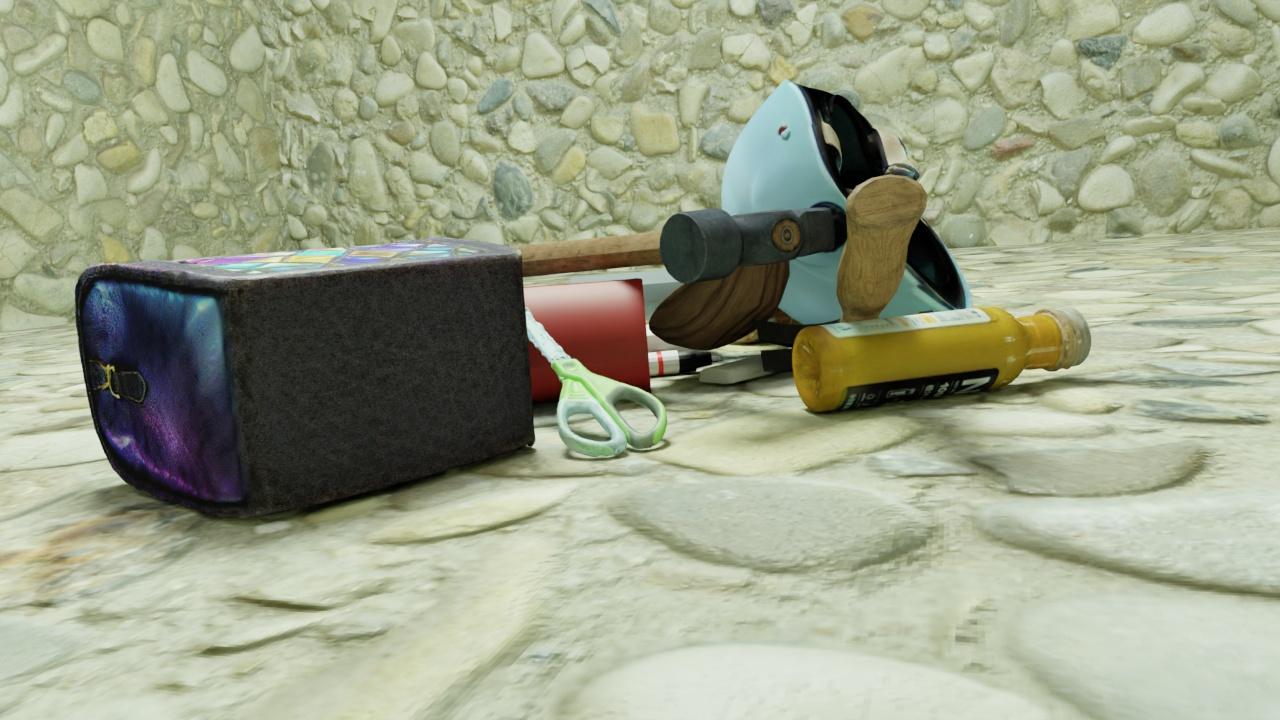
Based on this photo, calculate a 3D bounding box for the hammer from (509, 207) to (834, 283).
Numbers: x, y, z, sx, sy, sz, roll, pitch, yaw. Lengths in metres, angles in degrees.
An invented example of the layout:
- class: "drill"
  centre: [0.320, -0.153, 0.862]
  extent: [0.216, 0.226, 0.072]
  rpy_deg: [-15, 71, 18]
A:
- class: "hammer"
  centre: [-0.013, -0.078, 0.658]
  extent: [0.129, 0.040, 0.322]
  rpy_deg: [-13, 10, -37]

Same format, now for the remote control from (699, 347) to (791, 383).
- class: "remote control"
  centre: [0.100, 0.002, 0.728]
  extent: [0.130, 0.012, 0.033]
  rpy_deg: [-12, 11, -43]

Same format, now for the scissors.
- class: "scissors"
  centre: [-0.043, 0.007, 0.559]
  extent: [0.065, 0.033, 0.174]
  rpy_deg: [-18, 40, -22]

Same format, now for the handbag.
- class: "handbag"
  centre: [-0.190, -0.003, 0.531]
  extent: [0.204, 0.125, 0.222]
  rpy_deg: [-12, 14, -42]

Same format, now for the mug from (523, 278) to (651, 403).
- class: "mug"
  centre: [-0.043, -0.008, 0.677]
  extent: [0.096, 0.080, 0.116]
  rpy_deg: [-4, -21, 1]

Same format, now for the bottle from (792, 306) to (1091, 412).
- class: "bottle"
  centre: [0.191, -0.004, 0.577]
  extent: [0.186, 0.053, 0.053]
  rpy_deg: [-7, 8, -12]

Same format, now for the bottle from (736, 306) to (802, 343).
- class: "bottle"
  centre: [0.155, -0.056, 0.945]
  extent: [0.166, 0.059, 0.059]
  rpy_deg: [-11, 10, -39]

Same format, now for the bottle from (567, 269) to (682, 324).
- class: "bottle"
  centre: [0.017, -0.057, 0.817]
  extent: [0.161, 0.046, 0.072]
  rpy_deg: [-4, 8, 3]

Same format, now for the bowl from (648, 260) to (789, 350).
- class: "bowl"
  centre: [0.066, -0.038, 0.695]
  extent: [0.119, 0.032, 0.119]
  rpy_deg: [-24, -17, -8]

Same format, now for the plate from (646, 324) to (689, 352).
- class: "plate"
  centre: [-0.020, -0.015, 0.838]
  extent: [0.182, 0.034, 0.182]
  rpy_deg: [-5, 8, 0]

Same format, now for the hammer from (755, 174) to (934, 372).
- class: "hammer"
  centre: [0.135, -0.042, 0.571]
  extent: [0.132, 0.040, 0.305]
  rpy_deg: [-9, -13, 8]

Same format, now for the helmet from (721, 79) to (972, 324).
- class: "helmet"
  centre: [0.182, -0.119, 0.844]
  extent: [0.167, 0.265, 0.225]
  rpy_deg: [-44, -17, 30]

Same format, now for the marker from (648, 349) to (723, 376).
- class: "marker"
  centre: [-0.005, 0.004, 0.749]
  extent: [0.145, 0.019, 0.019]
  rpy_deg: [-5, 8, -6]
